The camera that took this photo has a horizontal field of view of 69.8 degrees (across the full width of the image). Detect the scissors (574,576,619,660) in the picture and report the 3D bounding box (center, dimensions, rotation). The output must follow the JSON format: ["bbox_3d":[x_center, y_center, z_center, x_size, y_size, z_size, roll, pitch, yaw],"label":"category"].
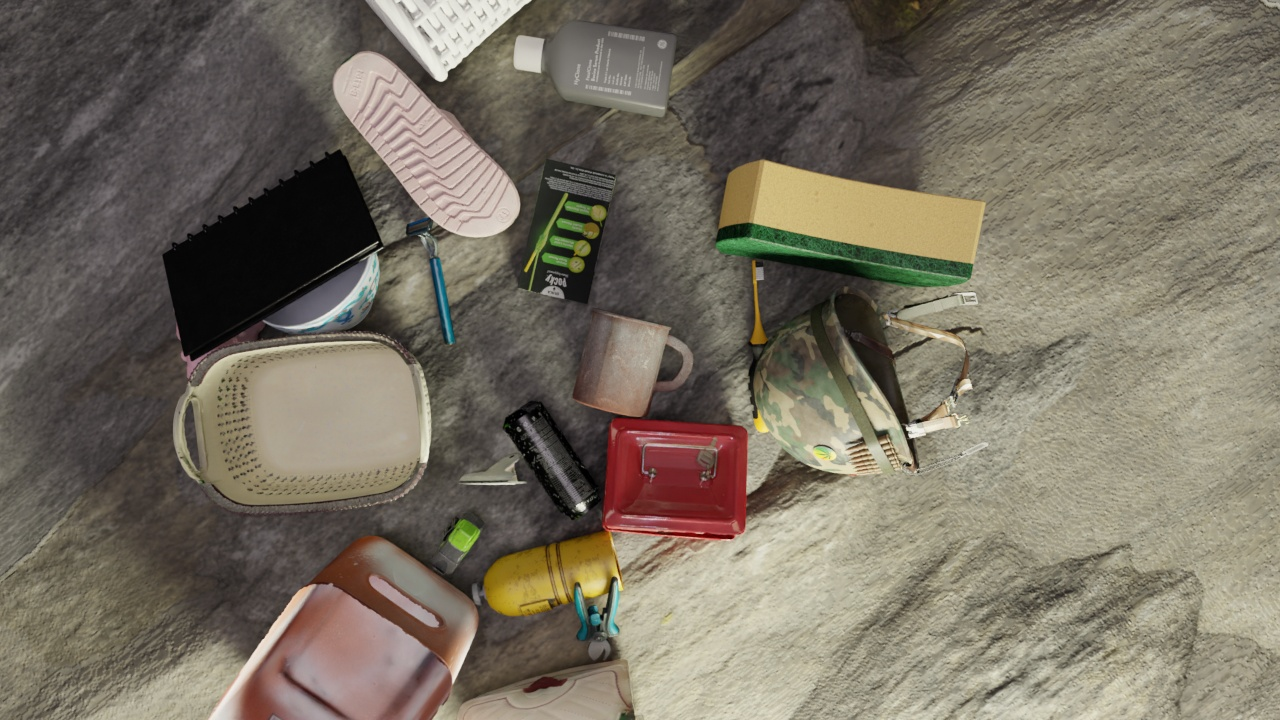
[{"bbox_3d":[-0.051,0.288,1.022,0.130,0.019,0.150,-42,127,20],"label":"scissors"}]

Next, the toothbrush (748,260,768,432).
[{"bbox_3d":[0.136,-0.016,1.046,0.031,0.031,0.196,-3,92,12],"label":"toothbrush"}]

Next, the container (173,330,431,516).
[{"bbox_3d":[-0.340,0.064,0.982,0.251,0.143,0.185,-6,92,-1],"label":"container"}]

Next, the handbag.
[{"bbox_3d":[-0.098,0.404,1.008,0.198,0.142,0.096,-13,91,-2],"label":"handbag"}]

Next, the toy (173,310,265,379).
[{"bbox_3d":[-0.473,-0.021,1.017,0.099,0.053,0.096,11,86,-7],"label":"toy"}]

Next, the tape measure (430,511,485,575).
[{"bbox_3d":[-0.206,0.201,1.034,0.036,0.058,0.065,36,94,-2],"label":"tape measure"}]

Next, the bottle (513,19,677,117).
[{"bbox_3d":[-0.052,-0.328,1.016,0.174,0.046,0.084,9,93,-2],"label":"bottle"}]

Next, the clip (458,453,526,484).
[{"bbox_3d":[-0.157,0.126,1.036,0.054,0.102,0.040,-12,94,-45],"label":"clip"}]

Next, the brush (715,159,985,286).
[{"bbox_3d":[0.209,-0.137,0.959,0.250,0.195,0.075,10,92,-2],"label":"brush"}]

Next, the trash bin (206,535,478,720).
[{"bbox_3d":[-0.309,0.335,0.974,0.181,0.157,0.260,36,102,-3],"label":"trash bin"}]

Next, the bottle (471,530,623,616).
[{"bbox_3d":[-0.106,0.245,1.033,0.164,0.071,0.071,-14,93,-1],"label":"bottle"}]

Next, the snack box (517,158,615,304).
[{"bbox_3d":[-0.083,-0.144,1.036,0.080,0.025,0.147,13,93,-2],"label":"snack box"}]

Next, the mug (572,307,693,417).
[{"bbox_3d":[-0.006,0.006,1.013,0.123,0.096,0.110,14,98,3],"label":"mug"}]

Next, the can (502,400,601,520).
[{"bbox_3d":[-0.100,0.111,1.034,0.054,0.054,0.137,-34,94,0],"label":"can"}]

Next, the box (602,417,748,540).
[{"bbox_3d":[0.037,0.133,1.027,0.157,0.117,0.135,5,78,1],"label":"box"}]

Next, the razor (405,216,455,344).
[{"bbox_3d":[-0.230,-0.089,1.039,0.042,0.022,0.144,-7,99,38],"label":"razor"}]

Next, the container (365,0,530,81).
[{"bbox_3d":[-0.200,-0.421,0.937,0.187,0.189,0.189,-41,93,-1],"label":"container"}]

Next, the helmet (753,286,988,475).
[{"bbox_3d":[0.246,0.025,0.967,0.237,0.192,0.224,-35,118,30],"label":"helmet"}]

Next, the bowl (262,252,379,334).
[{"bbox_3d":[-0.338,-0.078,0.996,0.144,0.074,0.143,-9,58,14],"label":"bowl"}]

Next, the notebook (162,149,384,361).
[{"bbox_3d":[-0.400,-0.120,0.986,0.231,0.019,0.169,-31,57,0],"label":"notebook"}]

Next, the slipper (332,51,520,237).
[{"bbox_3d":[-0.234,-0.232,1.009,0.094,0.064,0.239,-42,106,4],"label":"slipper"}]
